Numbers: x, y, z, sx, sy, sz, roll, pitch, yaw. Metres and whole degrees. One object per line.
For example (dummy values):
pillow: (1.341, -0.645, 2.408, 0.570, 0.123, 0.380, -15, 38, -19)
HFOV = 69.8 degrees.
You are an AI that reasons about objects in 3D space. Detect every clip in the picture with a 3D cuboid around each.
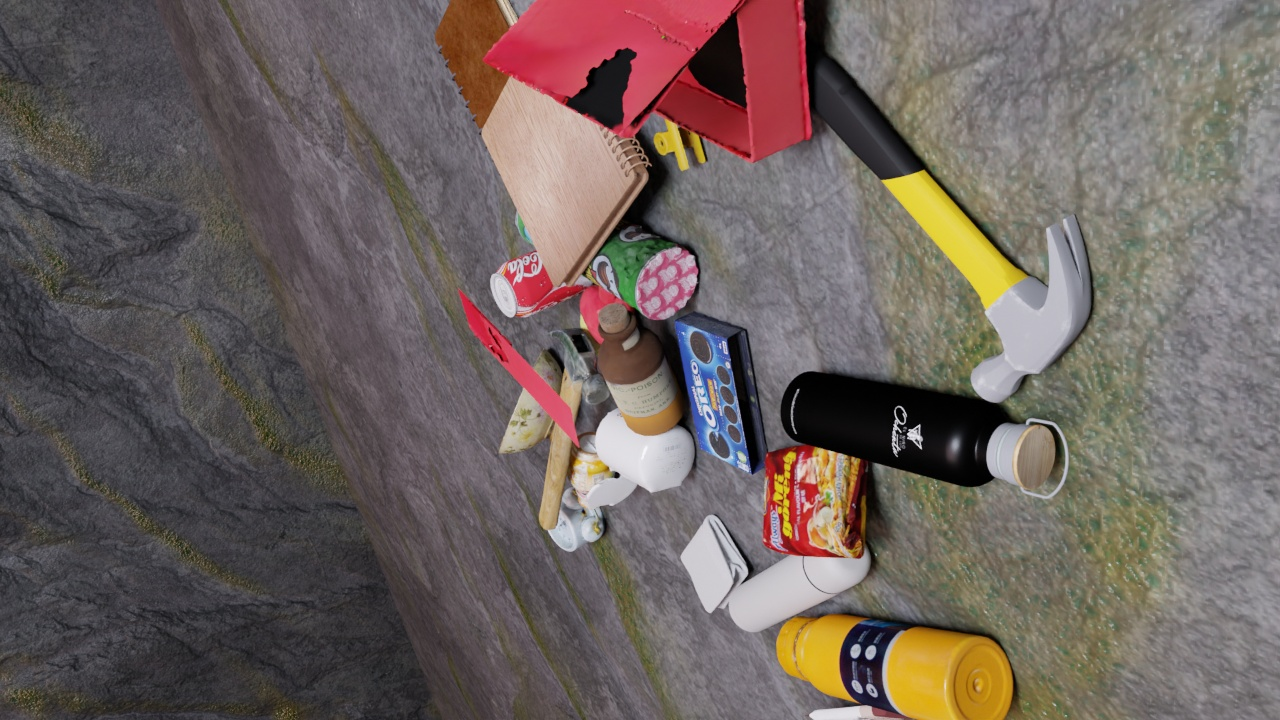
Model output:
clip: (0.029, -0.190, 0.791, 0.050, 0.044, 0.054, -8, 110, 34)

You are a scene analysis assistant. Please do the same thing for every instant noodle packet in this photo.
instant noodle packet: (0.152, 0.122, 0.801, 0.136, 0.039, 0.098, 160, 114, -63)

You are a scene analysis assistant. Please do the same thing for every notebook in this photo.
notebook: (-0.150, -0.294, 1.004, 0.225, 0.024, 0.168, 64, 150, 0)
notebook: (-0.077, -0.203, 0.878, 0.170, 0.022, 0.210, -49, 58, 42)

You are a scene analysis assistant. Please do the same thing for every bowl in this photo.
bowl: (-0.127, 0.063, 1.188, 0.063, 0.144, 0.145, 23, 147, -4)

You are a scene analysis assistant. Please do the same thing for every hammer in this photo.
hammer: (0.170, -0.129, 0.612, 0.323, 0.029, 0.127, 55, 150, 17)
hammer: (-0.094, 0.095, 1.103, 0.331, 0.033, 0.132, 105, 147, -44)

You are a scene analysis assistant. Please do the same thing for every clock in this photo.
clock: (-0.088, 0.221, 1.297, 0.083, 0.056, 0.118, 59, 144, 9)

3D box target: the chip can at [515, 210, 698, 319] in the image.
chip can: (-0.040, -0.115, 0.919, 0.223, 0.075, 0.075, 34, 140, 43)

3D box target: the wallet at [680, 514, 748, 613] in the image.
wallet: (0.086, 0.233, 1.050, 0.086, 0.032, 0.116, 63, 156, 23)

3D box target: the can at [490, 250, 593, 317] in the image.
can: (-0.108, -0.091, 1.017, 0.064, 0.104, 0.064, 39, 144, 37)

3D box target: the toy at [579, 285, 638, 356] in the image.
toy: (-0.034, -0.042, 0.997, 0.091, 0.045, 0.135, 55, 156, 11)

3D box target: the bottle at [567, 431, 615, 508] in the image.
bottle: (-0.064, 0.144, 1.183, 0.063, 0.063, 0.109, 41, 143, 35)

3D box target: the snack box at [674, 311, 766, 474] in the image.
snack box: (0.078, 0.031, 0.893, 0.082, 0.027, 0.150, 21, 131, 52)

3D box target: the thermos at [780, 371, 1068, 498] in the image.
thermos: (0.203, 0.052, 0.669, 0.232, 0.061, 0.061, 12, 123, 55)

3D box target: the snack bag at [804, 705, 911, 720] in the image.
snack bag: (0.222, 0.345, 0.895, 0.158, 0.057, 0.013, 133, 144, -59)

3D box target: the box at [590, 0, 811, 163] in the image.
box: (-0.054, -0.337, 0.543, 0.215, 0.141, 0.511, 43, 171, 45)

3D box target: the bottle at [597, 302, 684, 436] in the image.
bottle: (-0.005, 0.005, 0.925, 0.068, 0.067, 0.157, 36, 159, 40)

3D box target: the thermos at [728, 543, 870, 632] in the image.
thermos: (0.152, 0.219, 0.901, 0.052, 0.052, 0.225, 56, 151, 13)

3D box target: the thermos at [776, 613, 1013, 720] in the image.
thermos: (0.216, 0.278, 0.820, 0.233, 0.076, 0.091, -17, 101, 61)

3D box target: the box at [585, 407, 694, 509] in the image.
box: (-0.006, 0.125, 1.038, 0.138, 0.083, 0.143, 22, 119, 52)
